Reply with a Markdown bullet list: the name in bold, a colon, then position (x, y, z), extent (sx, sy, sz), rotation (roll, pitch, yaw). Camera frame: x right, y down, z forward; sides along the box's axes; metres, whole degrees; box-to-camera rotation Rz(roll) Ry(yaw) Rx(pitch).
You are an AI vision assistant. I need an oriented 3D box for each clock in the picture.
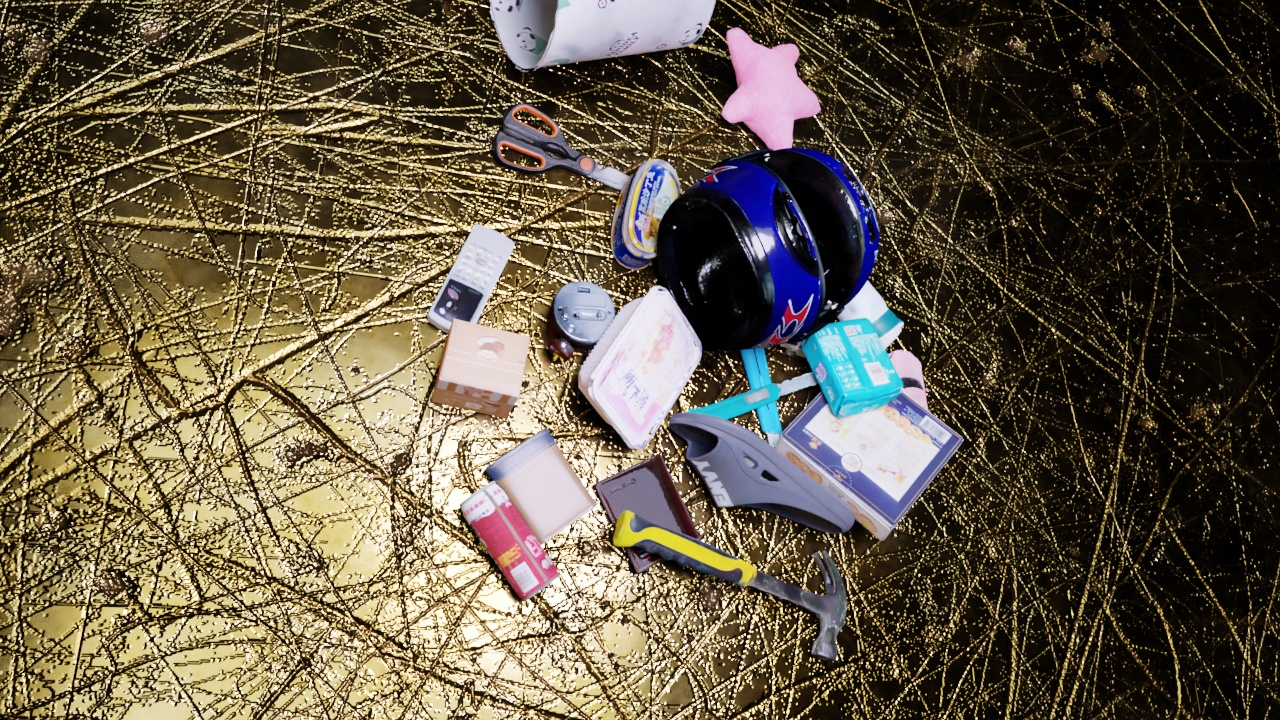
- **clock**: position (-0.077, -0.041, 1.156), extent (0.082, 0.055, 0.121), rotation (3, 72, -18)

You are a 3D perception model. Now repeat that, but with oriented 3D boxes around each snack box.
- **snack box**: position (-0.188, 0.011, 1.080), extent (0.092, 0.095, 0.077), rotation (14, 68, -13)
- **snack box**: position (0.298, 0.110, 1.201), extent (0.178, 0.046, 0.182), rotation (40, 60, 16)

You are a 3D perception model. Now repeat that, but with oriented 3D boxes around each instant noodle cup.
- **instant noodle cup**: position (-0.007, 0.007, 1.136), extent (0.173, 0.060, 0.138), rotation (-55, 133, -23)

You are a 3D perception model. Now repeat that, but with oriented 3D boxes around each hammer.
- **hammer**: position (0.116, 0.254, 1.117), extent (0.323, 0.032, 0.126), rotation (25, 64, -16)

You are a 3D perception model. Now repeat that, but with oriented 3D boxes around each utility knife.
- **utility knife**: position (0.148, 0.050, 1.206), extent (0.223, 0.013, 0.029), rotation (-19, 84, -14)
- **utility knife**: position (0.167, 0.054, 1.226), extent (0.034, 0.018, 0.194), rotation (-8, 76, -21)

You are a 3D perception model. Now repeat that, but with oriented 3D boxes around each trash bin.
- **trash bin**: position (-0.049, -0.516, 1.240), extent (0.251, 0.230, 0.229), rotation (-13, 77, -28)

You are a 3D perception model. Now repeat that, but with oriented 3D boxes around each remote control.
- **remote control**: position (-0.212, -0.100, 1.150), extent (0.058, 0.021, 0.149), rotation (25, 66, -9)

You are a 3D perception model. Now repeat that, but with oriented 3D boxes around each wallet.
- **wallet**: position (0.009, 0.187, 1.129), extent (0.096, 0.020, 0.122), rotation (-22, 78, -23)
- **wallet**: position (-0.117, 0.150, 1.093), extent (0.090, 0.033, 0.115), rotation (-34, 86, -22)

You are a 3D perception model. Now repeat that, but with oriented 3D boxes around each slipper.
- **slipper**: position (0.143, 0.157, 1.135), extent (0.268, 0.111, 0.083), rotation (34, 69, -9)

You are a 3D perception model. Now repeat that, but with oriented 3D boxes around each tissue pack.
- **tissue pack**: position (0.276, 0.004, 1.208), extent (0.093, 0.050, 0.133), rotation (-9, 59, -16)

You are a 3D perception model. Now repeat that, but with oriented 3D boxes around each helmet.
- **helmet**: position (0.171, -0.146, 1.125), extent (0.240, 0.316, 0.247), rotation (-26, 91, -15)

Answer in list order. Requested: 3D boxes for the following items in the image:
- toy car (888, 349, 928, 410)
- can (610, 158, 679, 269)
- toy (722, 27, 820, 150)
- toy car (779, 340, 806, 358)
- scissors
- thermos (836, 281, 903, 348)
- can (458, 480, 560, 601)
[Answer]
- **toy car**: position (0.374, 0.042, 1.288), extent (0.056, 0.037, 0.122), rotation (4, 70, -19)
- **can**: position (0.007, -0.197, 1.233), extent (0.074, 0.049, 0.148), rotation (19, 72, -16)
- **toy**: position (0.198, -0.388, 1.355), extent (0.178, 0.075, 0.194), rotation (10, 73, -26)
- **toy car**: position (0.236, -0.022, 1.265), extent (0.090, 0.035, 0.042), rotation (21, 69, -14)
- **scissors**: position (-0.093, -0.257, 1.248), extent (0.235, 0.022, 0.142), rotation (43, 73, -9)
- **thermos**: position (0.277, -0.107, 1.291), extent (0.073, 0.073, 0.224), rotation (-38, 87, -25)
- **can**: position (-0.151, 0.206, 1.050), extent (0.053, 0.053, 0.132), rotation (-33, 85, -25)
